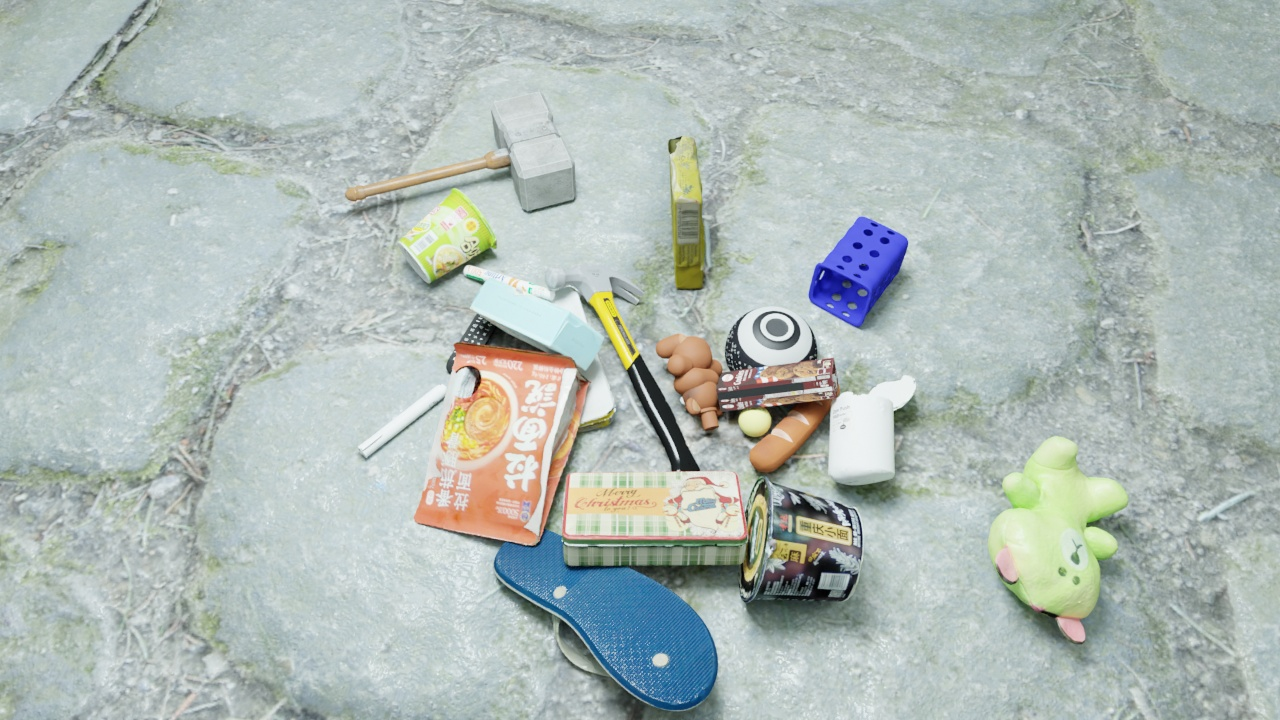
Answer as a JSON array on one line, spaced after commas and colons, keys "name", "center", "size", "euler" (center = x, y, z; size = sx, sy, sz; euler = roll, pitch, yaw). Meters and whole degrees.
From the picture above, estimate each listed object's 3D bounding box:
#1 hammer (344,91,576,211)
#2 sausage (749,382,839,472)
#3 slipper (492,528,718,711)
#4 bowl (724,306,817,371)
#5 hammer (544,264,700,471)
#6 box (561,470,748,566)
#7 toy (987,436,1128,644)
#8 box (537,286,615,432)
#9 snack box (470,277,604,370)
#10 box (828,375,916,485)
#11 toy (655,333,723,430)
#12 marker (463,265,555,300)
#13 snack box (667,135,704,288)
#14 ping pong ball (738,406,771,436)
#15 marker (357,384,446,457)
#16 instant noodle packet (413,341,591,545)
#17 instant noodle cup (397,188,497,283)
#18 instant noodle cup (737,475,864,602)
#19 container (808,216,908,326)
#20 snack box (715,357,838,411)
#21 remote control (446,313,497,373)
[{"name": "hammer", "center": [-0.268, -0.276, 1.329], "size": [0.317, 0.083, 0.162], "euler": [-17, 59, -12]}, {"name": "sausage", "center": [0.193, 0.078, 1.133], "size": [0.164, 0.044, 0.039], "euler": [-44, 33, -26]}, {"name": "slipper", "center": [-0.038, 0.276, 0.993], "size": [0.295, 0.060, 0.118], "euler": [27, 54, 30]}, {"name": "bowl", "center": [0.172, -0.024, 1.185], "size": [0.120, 0.066, 0.120], "euler": [1, 57, -1]}, {"name": "hammer", "center": [-0.007, 0.007, 1.167], "size": [0.126, 0.029, 0.323], "euler": [-8, 60, -37]}, {"name": "box", "center": [0.015, 0.177, 1.037], "size": [0.205, 0.051, 0.117], "euler": [0, 31, 0]}, {"name": "toy", "center": [0.460, 0.197, 1.035], "size": [0.150, 0.107, 0.196], "euler": [39, 71, -4]}, {"name": "box", "center": [-0.086, -0.005, 1.185], "size": [0.064, 0.037, 0.209], "euler": [-15, 59, -7]}, {"name": "snack box", "center": [-0.131, -0.047, 1.146], "size": [0.175, 0.075, 0.053], "euler": [25, 81, 43]}, {"name": "box", "center": [0.282, 0.078, 1.116], "size": [0.125, 0.085, 0.155], "euler": [15, 70, -33]}, {"name": "toy", "center": [0.068, 0.028, 1.157], "size": [0.094, 0.065, 0.127], "euler": [6, 64, -48]}, {"name": "marker", "center": [-0.178, -0.105, 1.239], "size": [0.146, 0.017, 0.017], "euler": [17, 57, 27]}, {"name": "snack box", "center": [0.063, -0.197, 1.228], "size": [0.045, 0.181, 0.121], "euler": [-3, 56, 2]}, {"name": "ping pong ball", "center": [0.142, 0.074, 1.136], "size": [0.040, 0.040, 0.040], "euler": [1, 57, -1]}, {"name": "marker", "center": [-0.293, 0.072, 1.139], "size": [0.017, 0.020, 0.133], "euler": [44, 65, 13]}, {"name": "instant noodle packet", "center": [-0.167, 0.101, 1.094], "size": [0.164, 0.084, 0.220], "euler": [8, 71, 16]}, {"name": "instant noodle cup", "center": [-0.269, -0.165, 1.256], "size": [0.107, 0.099, 0.099], "euler": [-39, 66, -15]}, {"name": "instant noodle cup", "center": [0.176, 0.205, 1.007], "size": [0.112, 0.138, 0.137], "euler": [11, 57, -4]}, {"name": "container", "center": [0.296, -0.123, 1.243], "size": [0.085, 0.085, 0.113], "euler": [31, 60, 19]}, {"name": "snack box", "center": [0.168, 0.030, 1.126], "size": [0.141, 0.032, 0.050], "euler": [-8, 21, 18]}, {"name": "remote control", "center": [-0.210, -0.040, 1.217], "size": [0.033, 0.015, 0.146], "euler": [19, 59, 11]}]
